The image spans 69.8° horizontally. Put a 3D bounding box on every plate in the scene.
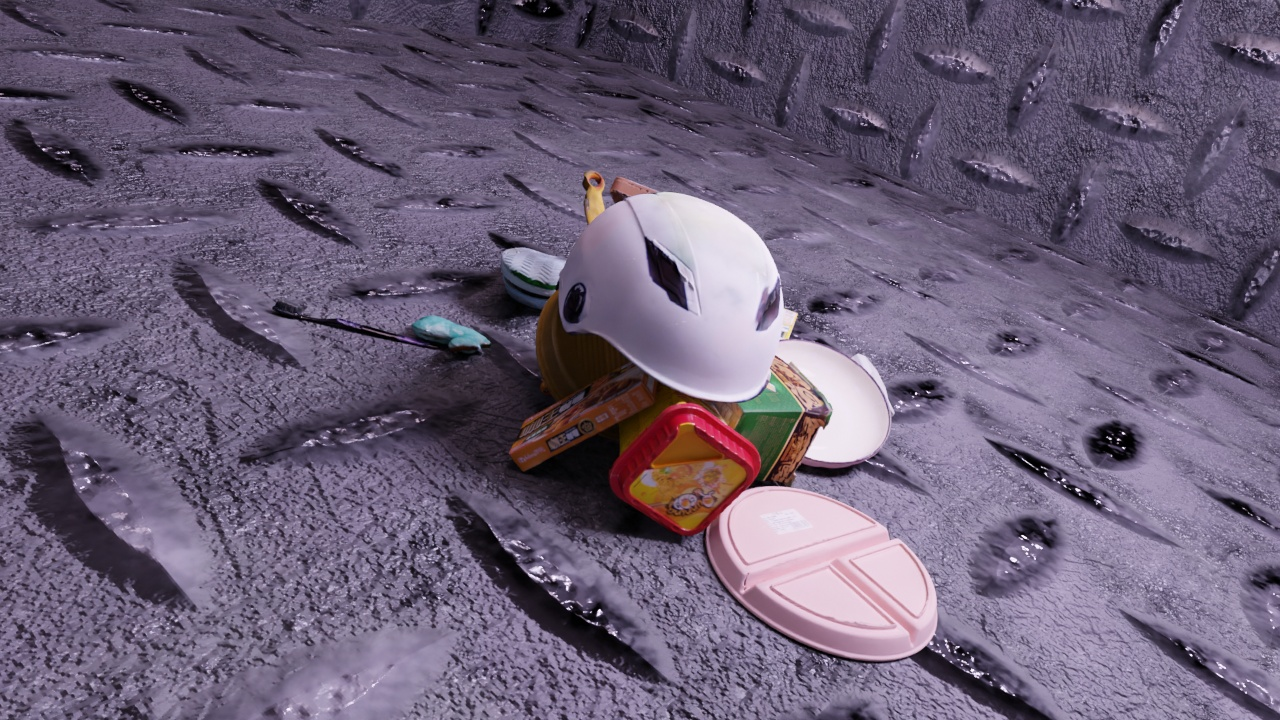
[{"bbox_3d":[0.174,0.190,0.869,0.229,0.028,0.229,14,25,-7],"label":"plate"},{"bbox_3d":[0.204,0.056,1.105,0.192,0.039,0.192,8,47,-9],"label":"plate"}]

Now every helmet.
[{"bbox_3d":[0.044,-0.081,0.901,0.228,0.146,0.258,13,22,-22],"label":"helmet"}]

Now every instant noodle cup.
[{"bbox_3d":[0.035,0.082,0.874,0.116,0.116,0.123,36,16,-23],"label":"instant noodle cup"}]

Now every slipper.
[{"bbox_3d":[-0.137,-0.108,1.241,0.104,0.074,0.245,14,9,-4],"label":"slipper"}]

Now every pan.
[{"bbox_3d":[-0.032,-0.079,1.051,0.197,0.078,0.356,8,66,-29],"label":"pan"}]

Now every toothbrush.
[{"bbox_3d":[-0.320,-0.040,1.041,0.189,0.017,0.014,14,20,-11],"label":"toothbrush"}]

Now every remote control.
[{"bbox_3d":[0.321,0.033,1.274,0.049,0.024,0.124,48,19,-19],"label":"remote control"}]

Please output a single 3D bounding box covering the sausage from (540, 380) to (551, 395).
[{"bbox_3d":[-0.086,0.006,1.090,0.021,0.021,0.164,20,24,7],"label":"sausage"}]

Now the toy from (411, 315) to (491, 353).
[{"bbox_3d":[-0.220,-0.029,1.059,0.092,0.030,0.096,18,12,3],"label":"toy"}]

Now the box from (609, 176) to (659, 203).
[{"bbox_3d":[0.043,-0.145,1.245,0.179,0.270,0.135,22,57,7],"label":"box"}]

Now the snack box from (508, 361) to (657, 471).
[{"bbox_3d":[-0.053,0.050,0.890,0.026,0.154,0.075,55,18,-17],"label":"snack box"}]

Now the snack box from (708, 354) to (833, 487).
[{"bbox_3d":[0.112,0.063,0.971,0.105,0.118,0.117,2,34,-34],"label":"snack box"}]

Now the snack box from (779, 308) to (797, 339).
[{"bbox_3d":[0.168,-0.048,1.288,0.087,0.034,0.140,20,22,8],"label":"snack box"}]
